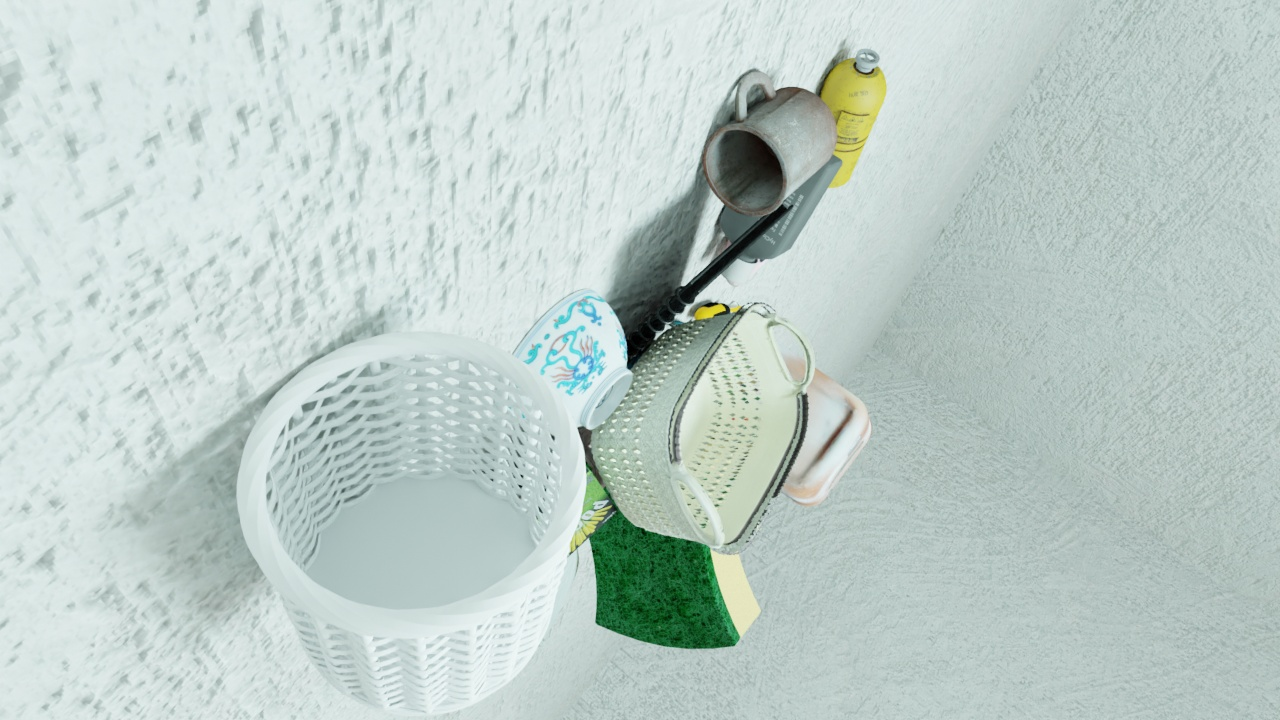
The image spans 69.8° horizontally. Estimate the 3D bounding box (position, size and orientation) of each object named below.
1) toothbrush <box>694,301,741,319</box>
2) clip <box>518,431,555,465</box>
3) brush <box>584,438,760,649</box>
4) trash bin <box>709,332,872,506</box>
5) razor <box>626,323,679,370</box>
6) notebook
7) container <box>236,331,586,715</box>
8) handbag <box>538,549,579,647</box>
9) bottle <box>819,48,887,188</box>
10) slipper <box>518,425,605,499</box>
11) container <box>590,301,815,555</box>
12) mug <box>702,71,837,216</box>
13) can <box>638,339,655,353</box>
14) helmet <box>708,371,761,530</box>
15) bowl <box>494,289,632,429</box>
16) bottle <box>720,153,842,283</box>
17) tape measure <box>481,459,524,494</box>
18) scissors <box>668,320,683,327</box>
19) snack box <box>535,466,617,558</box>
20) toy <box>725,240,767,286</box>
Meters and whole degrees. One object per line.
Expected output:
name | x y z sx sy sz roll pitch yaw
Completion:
toothbrush | 0.108 -0.064 1.223 0.031 0.031 0.196 -36 173 20
clip | -0.096 0.080 0.940 0.101 0.040 0.054 -53 177 -6
brush | 0.025 0.213 1.098 0.075 0.195 0.250 -31 115 -54
trash bin | 0.200 0.080 1.384 0.181 0.260 0.157 -53 161 -1
razor | -0.006 0.006 1.022 0.144 0.022 0.042 -42 169 21
notebook | 0.044 -0.062 0.929 0.168 0.019 0.232 -43 180 -34
container | -0.138 0.110 0.586 0.188 0.189 0.187 -44 163 -31
handbag | -0.132 0.246 1.082 0.199 0.096 0.141 88 26 -65
bottle | 0.233 -0.279 1.046 0.070 0.071 0.164 -44 162 -30
slipper | -0.063 0.116 0.963 0.094 0.064 0.239 -50 180 14
container | 0.065 0.064 0.914 0.250 0.143 0.185 -53 127 -40
mug | 0.120 -0.213 0.858 0.110 0.096 0.123 -46 133 -42
can | 0.009 0.034 1.097 0.053 0.054 0.138 -42 161 -35
helmet | 0.076 0.127 1.217 0.224 0.193 0.236 -3 102 -87
bowl | -0.056 0.015 0.834 0.143 0.074 0.144 -48 164 -19
bottle | 0.138 -0.162 1.000 0.046 0.084 0.174 -32 155 -53
tape measure | -0.139 0.127 0.902 0.066 0.036 0.058 -59 163 22
scissors | 0.052 -0.030 1.153 0.130 0.019 0.151 -44 161 -29
snack box | -0.070 0.142 0.856 0.080 0.025 0.148 -42 159 -9
toy | 0.133 -0.145 1.085 0.098 0.053 0.096 -44 150 -40
